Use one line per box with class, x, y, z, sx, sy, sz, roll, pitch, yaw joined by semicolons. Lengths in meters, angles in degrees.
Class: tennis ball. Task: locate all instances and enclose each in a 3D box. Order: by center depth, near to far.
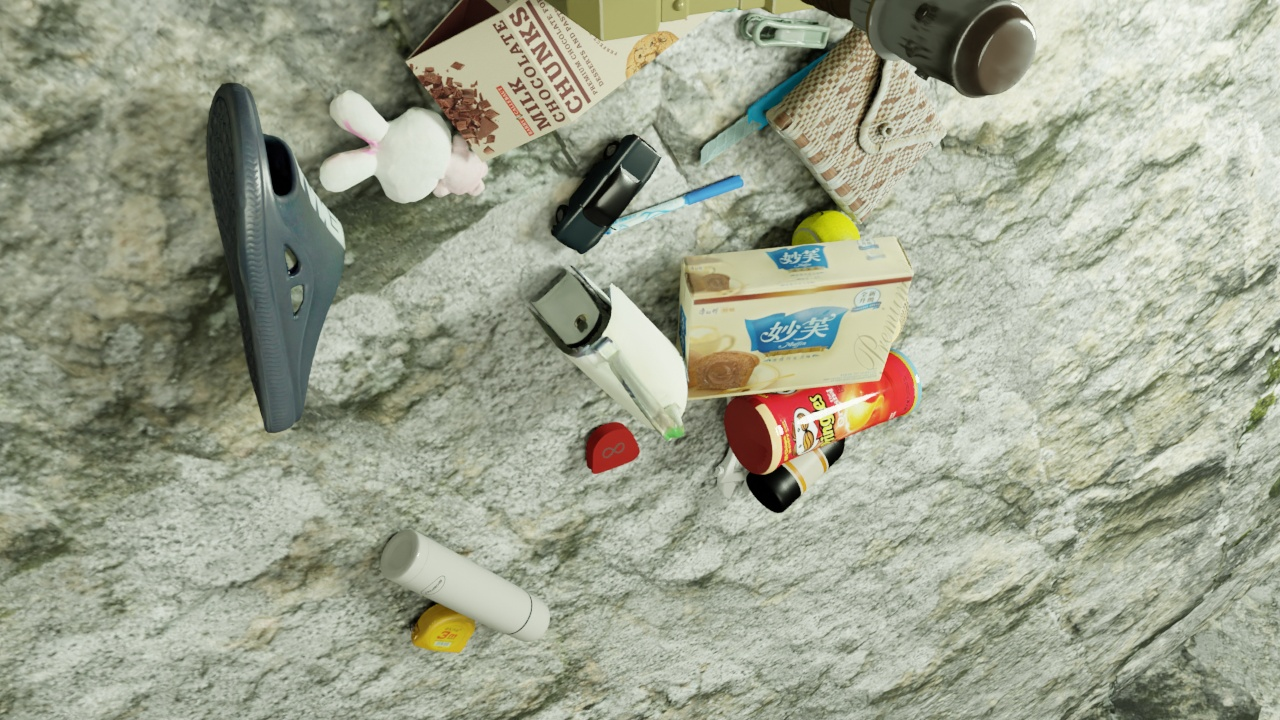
tennis ball;0.182;-0.113;0.898;0.065;0.065;0.065;-16;130;-20

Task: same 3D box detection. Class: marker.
marker;0.029;-0.139;0.826;0.141;0.013;0.013;-22;132;-14

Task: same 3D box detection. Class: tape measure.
tape measure;-0.029;0.088;0.962;0.058;0.019;0.051;-17;129;-28
tape measure;-0.212;0.287;0.998;0.068;0.030;0.059;21;111;-42

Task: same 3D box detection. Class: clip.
clip;0.120;-0.274;0.766;0.075;0.043;0.023;-6;124;-26

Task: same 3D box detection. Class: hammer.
hammer;0.080;-0.209;0.488;0.190;0.324;0.101;-16;129;-19

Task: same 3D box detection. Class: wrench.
wrench;0.110;0.055;1.019;0.066;0.018;0.274;-20;130;-17

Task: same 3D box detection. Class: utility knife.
utility knife;0.135;-0.236;0.814;0.207;0.015;0.031;-35;129;-1

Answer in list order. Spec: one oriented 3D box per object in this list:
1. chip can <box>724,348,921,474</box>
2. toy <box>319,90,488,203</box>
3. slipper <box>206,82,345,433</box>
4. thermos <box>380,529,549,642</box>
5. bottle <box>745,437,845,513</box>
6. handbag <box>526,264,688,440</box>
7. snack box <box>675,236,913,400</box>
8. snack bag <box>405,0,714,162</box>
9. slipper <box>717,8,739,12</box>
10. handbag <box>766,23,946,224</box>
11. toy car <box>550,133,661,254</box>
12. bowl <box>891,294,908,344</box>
chip can;0.202;0.052;1.008;0.213;0.087;0.087;-17;131;-27
toy;-0.173;-0.152;0.682;0.125;0.037;0.076;5;117;-36
slipper;-0.250;-0.062;0.659;0.083;0.110;0.269;-12;132;-27
thermos;-0.177;0.244;0.970;0.052;0.052;0.224;-42;134;4
bottle;0.205;0.099;1.071;0.181;0.059;0.059;-39;136;-20
handbag;-0.005;0.005;0.803;0.074;0.176;0.151;-43;133;3
snack box;0.140;-0.037;0.883;0.207;0.055;0.153;-6;140;-5
snack bag;-0.058;-0.240;0.659;0.206;0.070;0.094;-38;133;0
slipper;0.048;-0.365;0.632;0.116;0.069;0.276;-32;149;-4
handbag;0.205;-0.212;0.839;0.124;0.047;0.185;-45;140;11
toy car;-0.029;-0.139;0.777;0.046;0.034;0.112;30;106;-41
bowl;0.245;-0.045;0.990;0.112;0.061;0.113;-16;130;-20
